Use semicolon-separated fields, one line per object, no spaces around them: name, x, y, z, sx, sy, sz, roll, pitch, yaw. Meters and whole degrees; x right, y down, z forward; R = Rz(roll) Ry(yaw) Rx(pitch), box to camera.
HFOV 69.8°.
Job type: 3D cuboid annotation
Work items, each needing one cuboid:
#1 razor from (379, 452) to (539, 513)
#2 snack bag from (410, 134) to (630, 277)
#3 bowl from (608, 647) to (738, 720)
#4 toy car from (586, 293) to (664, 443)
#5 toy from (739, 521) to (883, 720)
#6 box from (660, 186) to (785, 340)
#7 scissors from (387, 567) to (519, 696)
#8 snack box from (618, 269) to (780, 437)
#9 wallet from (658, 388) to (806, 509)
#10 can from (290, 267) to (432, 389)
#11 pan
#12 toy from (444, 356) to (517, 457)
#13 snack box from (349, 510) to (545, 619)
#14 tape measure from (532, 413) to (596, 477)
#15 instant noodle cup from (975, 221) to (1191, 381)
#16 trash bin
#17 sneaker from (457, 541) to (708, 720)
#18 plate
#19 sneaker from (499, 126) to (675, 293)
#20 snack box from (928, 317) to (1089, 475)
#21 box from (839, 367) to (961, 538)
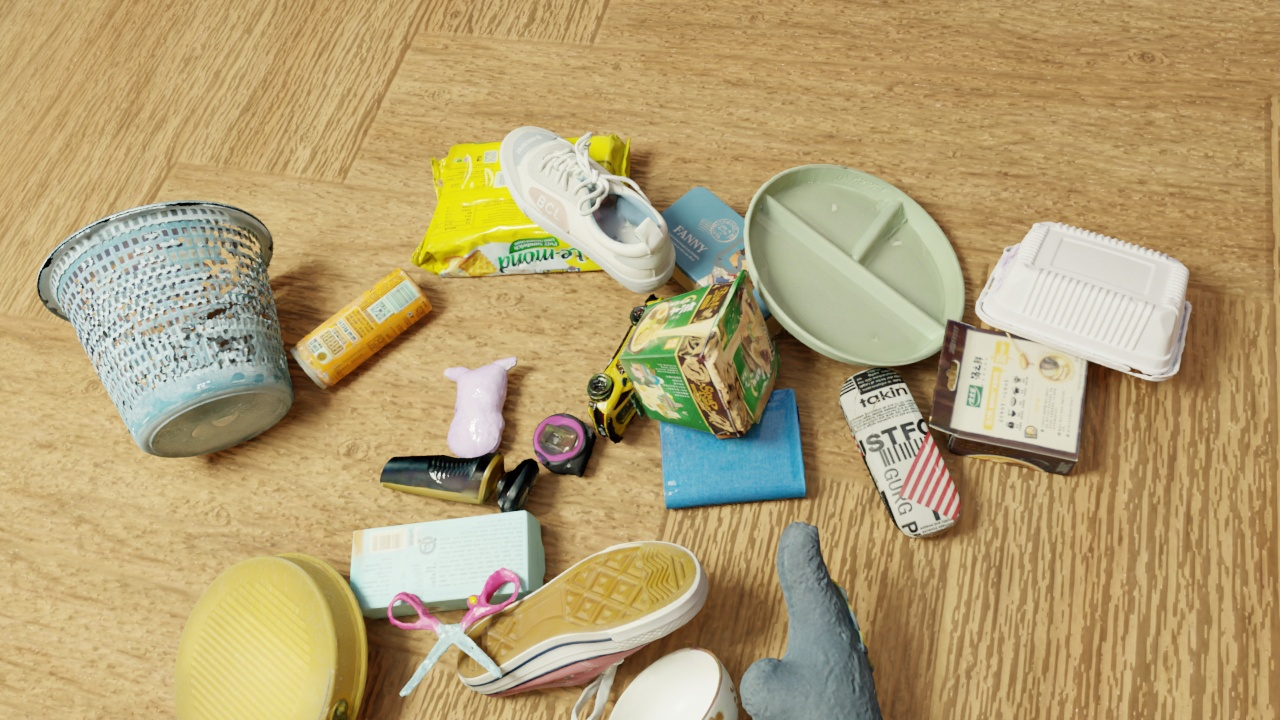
razor;-0.177;0.117;0.884;0.168;0.068;0.062;2;36;22
snack bag;-0.126;-0.176;1.014;0.247;0.068;0.157;-2;63;11
bowl;0.034;0.293;0.731;0.113;0.113;0.062;-40;104;-10
toy car;-0.005;0.005;0.893;0.041;0.071;0.155;20;68;21
toy;0.119;0.308;0.684;0.092;0.137;0.355;-12;57;56
box;0.084;-0.098;0.935;0.089;0.062;0.184;-42;65;-12
scissors;-0.160;0.225;0.777;0.133;0.017;0.133;26;62;28
snack box;0.051;-0.004;0.834;0.106;0.118;0.117;-1;41;31
wallet;0.085;0.082;0.857;0.133;0.040;0.106;-6;66;7
can;-0.296;-0.035;0.979;0.146;0.058;0.058;-39;63;-10
pan;-0.258;0.304;0.782;0.358;0.078;0.197;27;90;30
toy;-0.166;0.050;0.921;0.084;0.039;0.107;-8;67;20
snack box;-0.178;0.189;0.844;0.175;0.052;0.074;-8;65;8
tape measure;-0.075;0.080;0.886;0.058;0.039;0.057;14;67;18
instant noodle cup;0.408;-0.065;0.828;0.173;0.060;0.137;22;46;22
trash bin;-0.458;-0.017;0.932;0.226;0.227;0.195;-27;74;-3
sneaker;-0.040;0.232;0.776;0.241;0.088;0.118;-28;36;18
plate;0.203;-0.092;0.881;0.230;0.028;0.229;7;60;-13
sneaker;-0.061;-0.167;0.905;0.089;0.091;0.242;-41;67;-14
snack box;0.328;0.032;0.823;0.126;0.053;0.113;11;65;17
box;0.230;0.079;0.818;0.072;0.060;0.164;-13;60;-15
